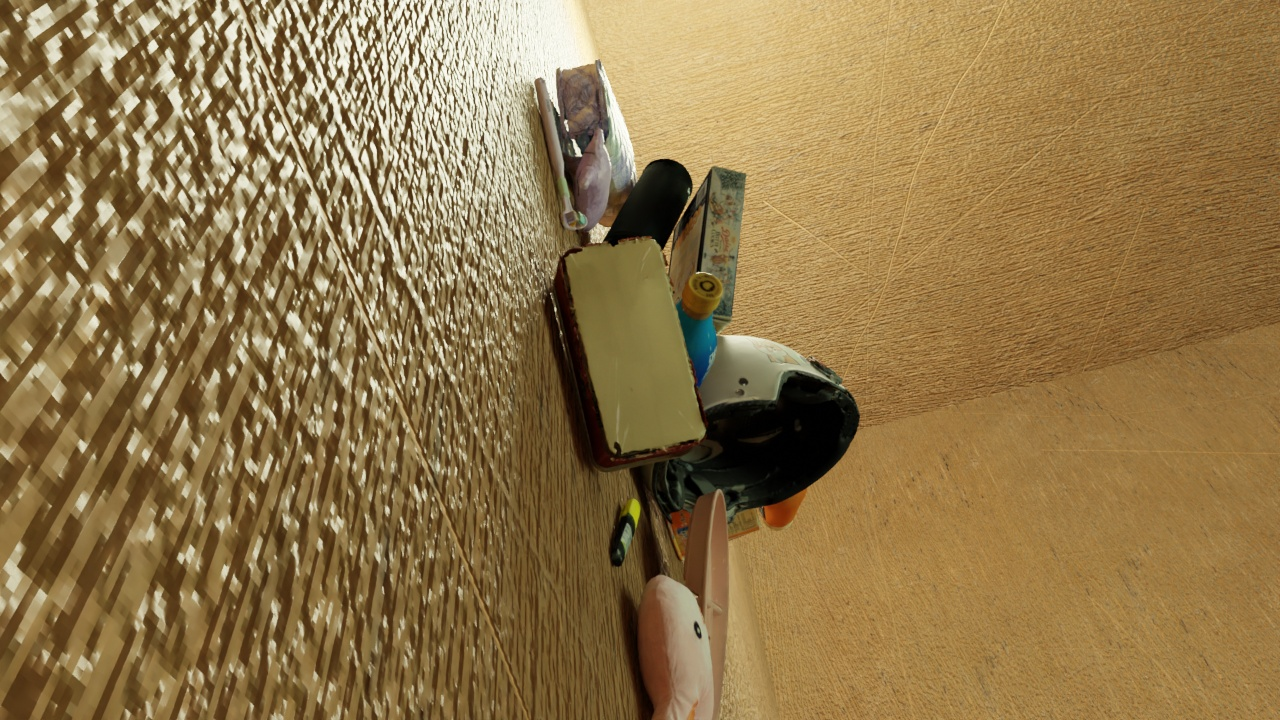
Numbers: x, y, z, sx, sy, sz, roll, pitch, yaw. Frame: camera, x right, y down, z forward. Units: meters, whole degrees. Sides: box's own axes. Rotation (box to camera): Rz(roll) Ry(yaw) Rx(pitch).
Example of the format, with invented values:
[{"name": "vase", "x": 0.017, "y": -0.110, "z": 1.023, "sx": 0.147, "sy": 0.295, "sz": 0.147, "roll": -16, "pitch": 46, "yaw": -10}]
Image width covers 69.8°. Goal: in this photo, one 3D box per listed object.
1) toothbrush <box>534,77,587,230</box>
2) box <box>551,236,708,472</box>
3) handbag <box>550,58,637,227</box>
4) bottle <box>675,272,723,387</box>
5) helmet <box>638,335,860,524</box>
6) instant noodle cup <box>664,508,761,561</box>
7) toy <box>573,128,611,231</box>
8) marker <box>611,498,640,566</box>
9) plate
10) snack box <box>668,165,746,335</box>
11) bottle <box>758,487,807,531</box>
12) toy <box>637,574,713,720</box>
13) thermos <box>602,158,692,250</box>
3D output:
[{"name": "toothbrush", "x": -0.087, "y": -0.217, "z": 0.944, "sx": 0.021, "sy": 0.029, "sz": 0.189, "roll": -43, "pitch": -126, "yaw": 49}, {"name": "box", "x": -0.007, "y": -0.007, "z": 0.702, "sx": 0.076, "sy": 0.091, "sz": 0.168, "roll": 129, "pitch": -52, "yaw": -71}, {"name": "handbag", "x": -0.055, "y": -0.257, "z": 1.104, "sx": 0.194, "sy": 0.075, "sz": 0.134, "roll": 58, "pitch": 24, "yaw": -69}, {"name": "bottle", "x": 0.027, "y": 0.004, "z": 0.812, "sx": 0.219, "sy": 0.065, "sz": 0.065, "roll": 110, "pitch": -25, "yaw": -51}, {"name": "helmet", "x": 0.100, "y": 0.061, "z": 1.027, "sx": 0.273, "sy": 0.231, "sz": 0.157, "roll": 2, "pitch": 42, "yaw": -43}, {"name": "instant noodle cup", "x": 0.087, "y": 0.171, "z": 1.181, "sx": 0.151, "sy": 0.111, "sz": 0.151, "roll": -13, "pitch": 89, "yaw": -85}, {"name": "toy", "x": -0.054, "y": -0.183, "z": 0.991, "sx": 0.108, "sy": 0.039, "sz": 0.083, "roll": 103, "pitch": 1, "yaw": -56}, {"name": "marker", "x": -0.013, "y": 0.138, "z": 0.742, "sx": 0.124, "sy": 0.015, "sz": 0.018, "roll": -60, "pitch": 134, "yaw": -79}, {"name": "plate", "x": 0.065, "y": 0.242, "z": 0.911, "sx": 0.229, "sy": 0.028, "sz": 0.229, "roll": 2, "pitch": 89, "yaw": -79}, {"name": "snack box", "x": 0.069, "y": -0.106, "z": 1.081, "sx": 0.178, "sy": 0.045, "sz": 0.182, "roll": 130, "pitch": -31, "yaw": -71}, {"name": "bottle", "x": 0.178, "y": 0.180, "z": 1.178, "sx": 0.150, "sy": 0.067, "sz": 0.066, "roll": 81, "pitch": -2, "yaw": -57}, {"name": "toy", "x": 0.027, "y": 0.240, "z": 0.681, "sx": 0.121, "sy": 0.054, "sz": 0.159, "roll": 69, "pitch": 16, "yaw": -45}, {"name": "thermos", "x": -0.004, "y": -0.146, "z": 1.070, "sx": 0.090, "sy": 0.068, "sz": 0.241, "roll": -58, "pitch": -176, "yaw": 41}]
